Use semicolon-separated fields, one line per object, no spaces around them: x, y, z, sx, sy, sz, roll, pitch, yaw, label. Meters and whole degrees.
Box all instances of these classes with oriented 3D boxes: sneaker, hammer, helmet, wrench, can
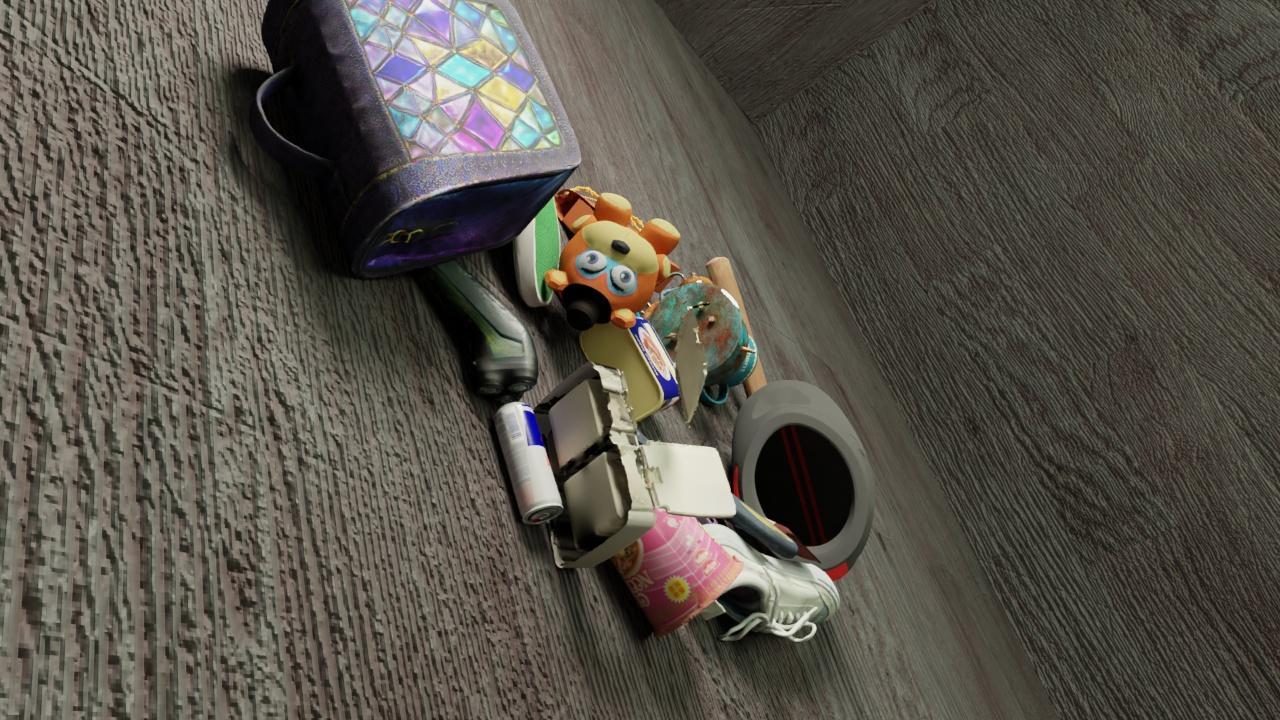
-0.135;-0.163;0.929;0.084;0.079;0.235;41;40;-74;sneaker
0.151;-0.007;1.333;0.157;0.037;0.300;-8;80;-69;hammer
0.197;0.147;1.118;0.170;0.164;0.264;55;21;-66;helmet
0.044;0.110;0.891;0.273;0.022;0.073;36;8;-7;wrench
-0.088;0.079;0.715;0.032;0.032;0.095;28;35;-56;can
0.125;0.246;0.923;0.242;0.090;0.090;33;36;-40;sneaker
-0.006;0.006;0.996;0.116;0.057;0.092;61;18;8;can

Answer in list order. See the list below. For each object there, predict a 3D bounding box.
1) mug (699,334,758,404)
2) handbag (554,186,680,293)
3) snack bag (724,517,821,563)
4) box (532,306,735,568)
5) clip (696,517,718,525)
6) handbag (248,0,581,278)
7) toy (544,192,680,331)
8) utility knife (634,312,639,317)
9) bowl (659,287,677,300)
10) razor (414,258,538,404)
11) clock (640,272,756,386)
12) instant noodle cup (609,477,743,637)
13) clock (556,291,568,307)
0.097;0.003;1.239;0.104;0.085;0.112;18;72;-53;mug
-0.027;-0.160;1.176;0.109;0.060;0.171;46;12;27;handbag
0.125;0.179;0.989;0.057;0.013;0.158;48;-18;-31;snack bag
0.017;0.065;0.715;0.106;0.194;0.143;13;52;-40;box
0.078;0.183;1.003;0.052;0.013;0.035;56;21;-15;clip
-0.180;-0.181;0.696;0.221;0.126;0.204;-14;74;-40;handbag
-0.030;-0.095;0.935;0.112;0.096;0.175;28;60;-3;toy
-0.005;-0.049;1.061;0.152;0.015;0.022;72;5;-53;utility knife
0.079;-0.064;1.328;0.114;0.045;0.114;49;21;-27;bowl
-0.139;-0.032;0.748;0.151;0.054;0.067;52;45;-1;razor
0.062;-0.046;1.144;0.157;0.121;0.073;55;4;24;clock
0.016;0.159;0.775;0.108;0.098;0.097;51;19;3;instant noodle cup
-0.057;-0.088;1.028;0.087;0.044;0.124;59;19;0;clock
